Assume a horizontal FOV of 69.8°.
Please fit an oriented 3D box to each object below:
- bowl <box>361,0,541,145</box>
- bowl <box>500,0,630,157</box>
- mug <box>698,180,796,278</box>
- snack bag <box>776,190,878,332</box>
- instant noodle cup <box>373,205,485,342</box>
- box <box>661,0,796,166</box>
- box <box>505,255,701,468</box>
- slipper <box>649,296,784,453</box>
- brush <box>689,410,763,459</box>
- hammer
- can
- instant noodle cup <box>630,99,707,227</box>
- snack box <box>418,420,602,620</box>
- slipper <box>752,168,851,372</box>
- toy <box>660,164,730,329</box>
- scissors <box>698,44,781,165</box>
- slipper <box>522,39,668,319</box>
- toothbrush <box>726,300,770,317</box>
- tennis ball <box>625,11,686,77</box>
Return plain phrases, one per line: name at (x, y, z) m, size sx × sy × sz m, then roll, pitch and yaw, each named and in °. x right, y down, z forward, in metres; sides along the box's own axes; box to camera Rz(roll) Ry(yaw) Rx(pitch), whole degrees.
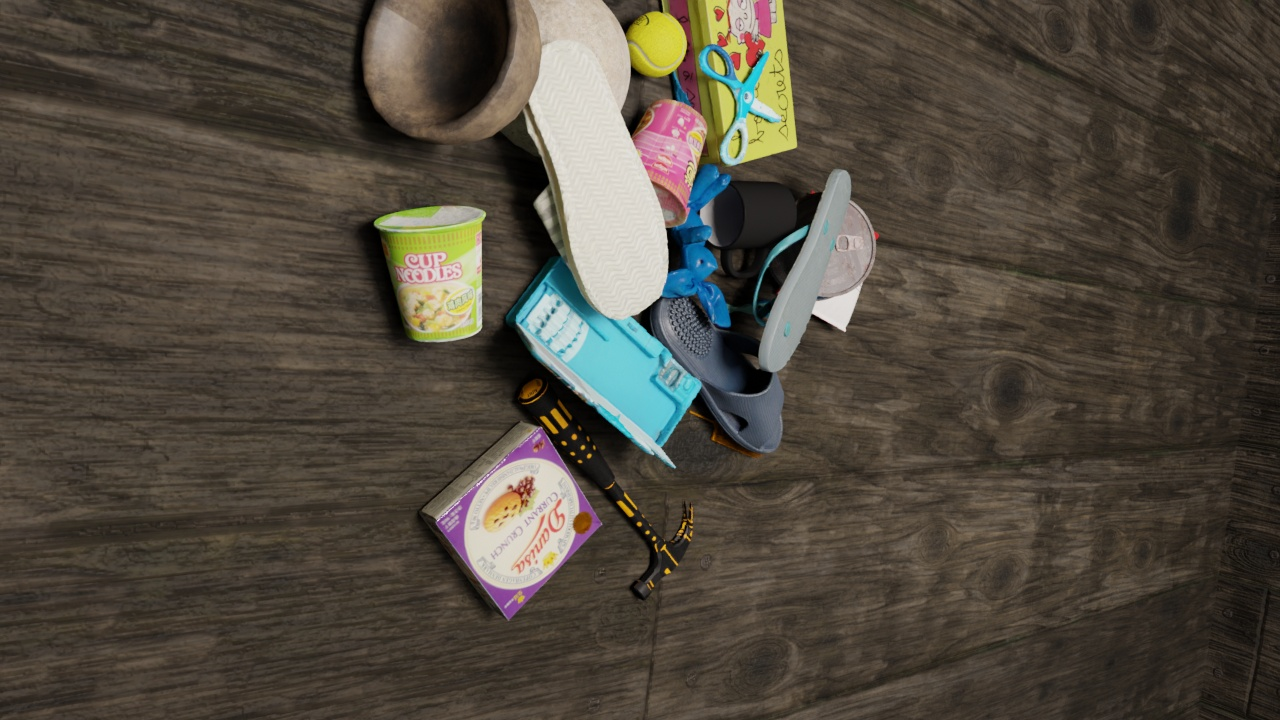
bowl at (-0.155, -0.263, 0.790) m, size 0.070 × 0.162 × 0.162 m, roll 3°, pitch 95°, yaw -65°
bowl at (-0.070, -0.290, 0.897) m, size 0.178 × 0.081 × 0.178 m, roll -5°, pitch 98°, yaw -39°
mug at (0.124, -0.153, 1.078) m, size 0.087 × 0.078 × 0.114 m, roll -8°, pitch 110°, yaw -38°
snack bag at (0.249, -0.128, 1.204) m, size 0.130 × 0.039 × 0.144 m, roll 25°, pitch 81°, yaw -30°
instant noodle cup at (-0.184, -0.078, 0.832) m, size 0.098 × 0.099 × 0.108 m, roll -18°, pitch 115°, yaw -36°
box at (0.100, -0.334, 1.027) m, size 0.124 × 0.083 × 0.221 m, roll -20°, pitch 107°, yaw -35°
box at (-0.039, 0.017, 0.952) m, size 0.227 × 0.086 × 0.169 m, roll 43°, pitch 38°, yaw -27°
slipper at (0.115, 0.008, 1.079) m, size 0.263 × 0.083 × 0.101 m, roll 47°, pitch 47°, yaw -31°
brush at (0.111, 0.085, 1.141) m, size 0.126 × 0.017 × 0.048 m, roll 25°, pitch 81°, yaw -39°
hammer at (-0.035, 0.133, 1.022) m, size 0.123 × 0.036 × 0.321 m, roll -50°, pitch 126°, yaw -23°
can at (0.224, -0.141, 1.143) m, size 0.130 × 0.044 × 0.130 m, roll 1°, pitch 87°, yaw -11°
instant noodle cup at (0.021, -0.214, 0.979) m, size 0.097 × 0.098 × 0.108 m, roll 35°, pitch 67°, yaw -37°
snack box at (-0.129, 0.163, 0.942) m, size 0.143 × 0.041 × 0.148 m, roll -43°, pitch 121°, yaw -26°
slipper at (0.182, -0.104, 1.076) m, size 0.268 × 0.055 × 0.098 m, roll -64°, pitch 149°, yaw -17°
toy at (0.059, -0.127, 1.017) m, size 0.112 × 0.071 × 0.176 m, roll 6°, pitch 87°, yaw -51°
scissors at (0.104, -0.282, 0.983) m, size 0.139 × 0.011 × 0.134 m, roll 34°, pitch 79°, yaw -36°
slipper at (-0.047, -0.169, 0.883) m, size 0.114 × 0.054 × 0.273 m, roll -24°, pitch 117°, yaw -14°
toothbrush at (0.142, -0.065, 1.147) m, size 0.135 × 0.017 × 0.022 m, roll -3°, pitch 98°, yaw -41°
tennis ball at (0.015, -0.333, 0.967) m, size 0.065 × 0.065 × 0.065 m, roll -7°, pitch 101°, yaw -38°
